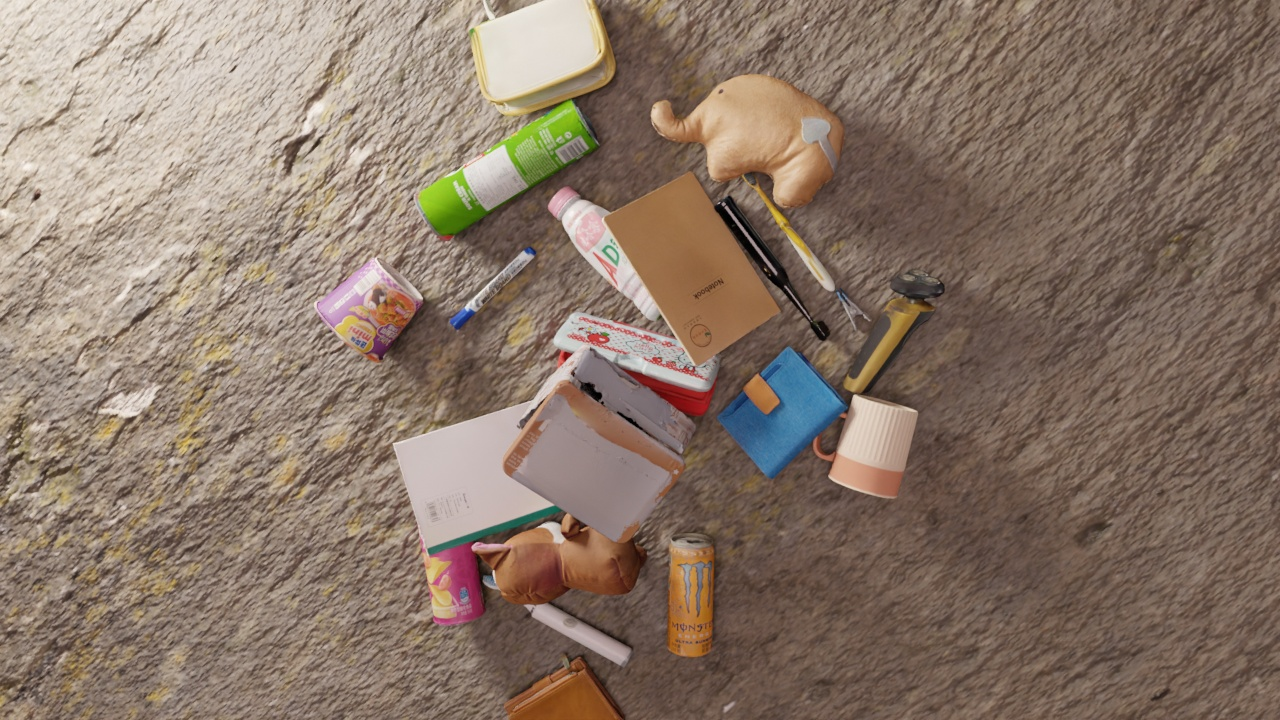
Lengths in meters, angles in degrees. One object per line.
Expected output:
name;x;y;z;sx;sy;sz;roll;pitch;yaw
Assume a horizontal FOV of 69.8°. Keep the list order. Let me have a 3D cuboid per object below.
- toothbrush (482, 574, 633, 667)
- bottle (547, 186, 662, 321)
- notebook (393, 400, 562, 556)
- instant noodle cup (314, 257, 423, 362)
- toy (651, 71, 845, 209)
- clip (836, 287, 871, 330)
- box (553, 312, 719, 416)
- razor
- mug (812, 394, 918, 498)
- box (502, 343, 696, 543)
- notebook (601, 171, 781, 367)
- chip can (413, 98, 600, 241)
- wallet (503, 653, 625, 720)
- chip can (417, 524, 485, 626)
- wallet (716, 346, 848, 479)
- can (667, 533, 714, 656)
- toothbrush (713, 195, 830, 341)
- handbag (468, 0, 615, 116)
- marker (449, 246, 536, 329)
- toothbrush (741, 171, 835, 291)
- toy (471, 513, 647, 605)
toothbrush;-0.112;0.340;1.213;0.221;0.026;0.026;27;132;5
bottle;-0.031;-0.137;1.134;0.197;0.068;0.068;44;100;6
notebook;-0.191;0.145;1.169;0.209;0.012;0.150;-17;93;-15
instant noodle cup;-0.340;-0.069;1.172;0.111;0.111;0.099;45;90;2
toy;0.129;-0.274;1.085;0.226;0.082;0.143;24;79;9
clip;0.258;-0.065;1.116;0.028;0.024;0.057;-36;93;14
box;-0.007;0.005;1.126;0.201;0.099;0.095;16;97;7
razor;0.297;-0.033;1.100;0.067;0.062;0.168;23;106;-26
mug;0.268;0.098;1.108;0.115;0.081;0.106;18;97;31
box;-0.051;0.107;1.069;0.182;0.167;0.151;37;143;-9
notebook;0.064;-0.113;1.106;0.147;0.008;0.207;-32;90;-27
chip can;-0.164;-0.236;1.139;0.236;0.072;0.072;-29;91;11
wallet;-0.106;0.465;1.220;0.131;0.035;0.119;-34;90;9
chip can;-0.253;0.234;1.201;0.071;0.071;0.210;-8;95;9
wallet;0.171;0.062;1.117;0.133;0.040;0.106;-46;67;16
can;0.064;0.298;1.165;0.058;0.058;0.146;2;96;8
toothbrush;0.164;-0.111;1.126;0.212;0.027;0.026;52;144;0
handbag;-0.126;-0.404;1.130;0.163;0.063;0.178;-17;78;10
marker;-0.190;-0.094;1.186;0.146;0.017;0.017;-42;88;10
toothbrush;0.179;-0.162;1.120;0.016;0.018;0.191;-36;88;12
toy;-0.100;0.246;1.157;0.200;0.130;0.140;-18;121;5
